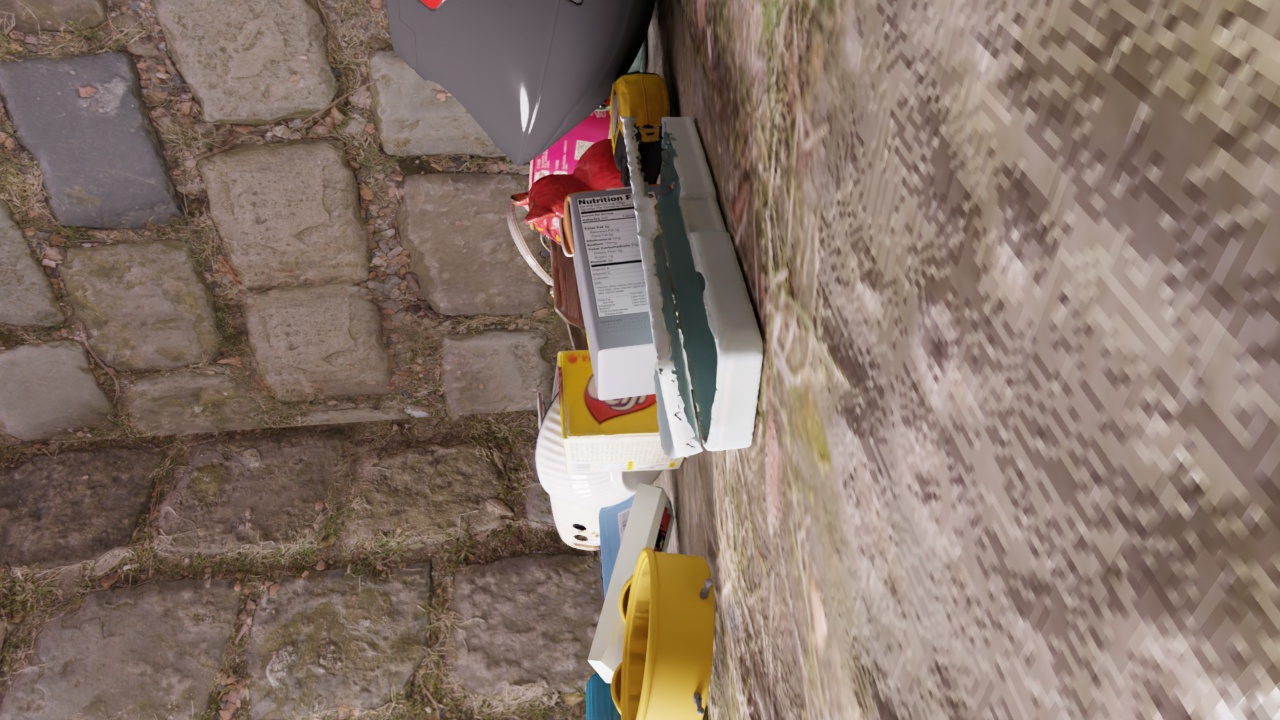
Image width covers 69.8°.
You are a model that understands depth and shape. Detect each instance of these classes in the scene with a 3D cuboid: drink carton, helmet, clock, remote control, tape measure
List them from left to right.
[{"bbox_3d":[-0.072,-0.257,0.588,0.164,0.170,0.265,-106,20,-60],"label":"helmet"},{"bbox_3d":[-0.004,-0.044,0.543,0.049,0.076,0.124,93,168,-53],"label":"drink carton"},{"bbox_3d":[-0.001,0.159,0.671,0.050,0.024,0.143,68,-148,-51],"label":"remote control"},{"bbox_3d":[0.002,-0.151,0.584,0.066,0.037,0.064,107,159,-70],"label":"tape measure"},{"bbox_3d":[0.014,0.178,0.574,0.152,0.052,0.113,114,162,-71],"label":"clock"}]

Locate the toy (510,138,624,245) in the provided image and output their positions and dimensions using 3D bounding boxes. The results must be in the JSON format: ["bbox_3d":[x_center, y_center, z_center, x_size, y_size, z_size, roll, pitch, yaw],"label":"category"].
[{"bbox_3d":[-0.039,-0.144,0.723,0.133,0.094,0.088,-66,22,0],"label":"toy"}]

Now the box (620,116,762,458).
[{"bbox_3d":[0.021,-0.044,0.452,0.198,0.066,0.083,-99,-17,-45],"label":"box"}]

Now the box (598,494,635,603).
[{"bbox_3d":[0.007,0.227,0.868,0.074,0.077,0.208,-33,47,33],"label":"box"}]

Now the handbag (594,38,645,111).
[{"bbox_3d":[-0.033,-0.256,0.742,0.121,0.067,0.106,-113,18,-75],"label":"handbag"}]

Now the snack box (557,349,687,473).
[{"bbox_3d":[-0.012,0.035,0.617,0.106,0.083,0.061,99,168,-71],"label":"snack box"}]

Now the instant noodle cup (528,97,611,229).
[{"bbox_3d":[-0.064,-0.219,0.938,0.178,0.077,0.178,-178,95,-88],"label":"instant noodle cup"}]

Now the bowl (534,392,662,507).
[{"bbox_3d":[-0.018,0.066,0.714,0.062,0.117,0.118,23,127,36],"label":"bowl"}]

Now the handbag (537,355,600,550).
[{"bbox_3d":[-0.057,0.099,0.971,0.199,0.096,0.141,90,-172,-52],"label":"handbag"}]

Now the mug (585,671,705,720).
[{"bbox_3d":[0.010,0.270,0.649,0.114,0.083,0.107,-55,24,33],"label":"mug"}]

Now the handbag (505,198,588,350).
[{"bbox_3d":[-0.089,-0.108,1.037,0.198,0.062,0.175,48,-155,-44],"label":"handbag"}]
